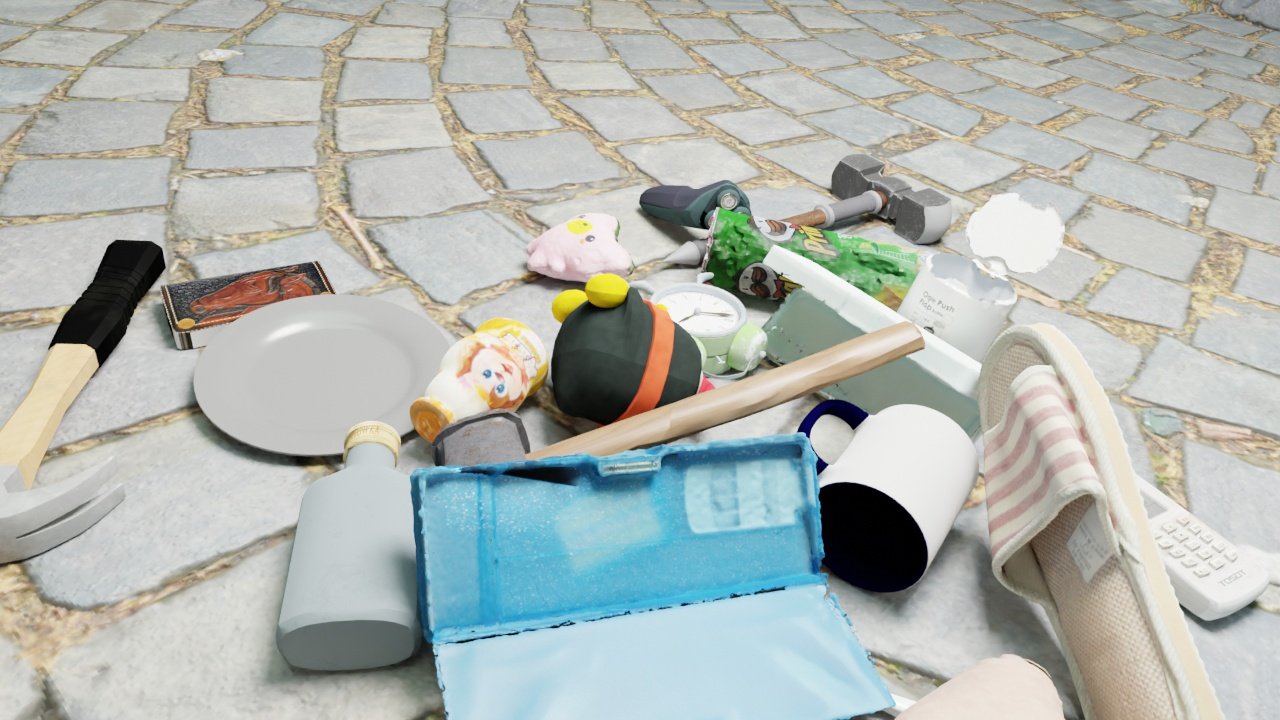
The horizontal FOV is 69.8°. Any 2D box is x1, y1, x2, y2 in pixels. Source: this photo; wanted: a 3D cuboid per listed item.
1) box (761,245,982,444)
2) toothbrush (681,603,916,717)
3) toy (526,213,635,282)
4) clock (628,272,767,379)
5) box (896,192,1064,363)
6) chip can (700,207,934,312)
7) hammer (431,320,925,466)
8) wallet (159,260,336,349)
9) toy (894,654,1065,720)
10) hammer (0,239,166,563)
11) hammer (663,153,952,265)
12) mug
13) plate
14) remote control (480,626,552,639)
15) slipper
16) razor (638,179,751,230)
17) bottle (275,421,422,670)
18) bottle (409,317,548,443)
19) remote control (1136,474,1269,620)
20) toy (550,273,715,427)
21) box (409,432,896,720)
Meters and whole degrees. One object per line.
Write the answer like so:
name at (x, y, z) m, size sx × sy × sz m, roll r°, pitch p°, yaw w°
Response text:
box at (0.165, 0.002, 0.691) m, size 0.085 × 0.096 × 0.199 m, roll 9°, pitch 25°, yaw -47°
toothbrush at (0.105, 0.173, 0.496) m, size 0.187 × 0.015 × 0.016 m, roll 19°, pitch 37°, yaw 15°
toy at (-0.056, -0.100, 0.823) m, size 0.093 × 0.050 × 0.102 m, roll -4°, pitch 33°, yaw -7°
clock at (0.047, -0.022, 0.737) m, size 0.094 × 0.043 × 0.119 m, roll -9°, pitch 38°, yaw -20°
box at (0.258, -0.054, 0.723) m, size 0.118 × 0.160 × 0.084 m, roll -18°, pitch 49°, yaw -41°
chip can at (0.167, -0.077, 0.810) m, size 0.223 × 0.076 × 0.075 m, roll 12°, pitch 35°, yaw 6°
hammer at (0.029, 0.036, 0.575) m, size 0.328 × 0.052 × 0.098 m, roll -18°, pitch 32°, yaw -9°
wallet at (-0.310, -0.047, 0.731) m, size 0.122 × 0.019 × 0.072 m, roll -15°, pitch 45°, yaw -28°
toy at (0.123, 0.224, 0.389) m, size 0.263 × 0.065 × 0.196 m, roll -22°, pitch 44°, yaw -31°
hammer at (-0.392, 0.007, 0.627) m, size 0.131 × 0.039 × 0.327 m, roll 1°, pitch 35°, yaw -10°
hammer at (0.157, -0.138, 0.928) m, size 0.321 × 0.043 × 0.156 m, roll -19°, pitch 43°, yaw -28°
mug at (0.146, 0.073, 0.577) m, size 0.112 × 0.079 × 0.096 m, roll 44°, pitch 44°, yaw 8°
plate at (-0.225, 0.009, 0.666) m, size 0.178 × 0.012 × 0.178 m, roll 6°, pitch 39°, yaw -5°
remote control at (-0.053, 0.113, 0.554) m, size 0.034 × 0.013 × 0.149 m, roll 13°, pitch 36°, yaw 8°
slipper at (0.233, 0.097, 0.502) m, size 0.052 × 0.115 × 0.262 m, roll -2°, pitch 58°, yaw -10°
razor at (0.048, -0.154, 0.900) m, size 0.052 × 0.047 × 0.143 m, roll -51°, pitch 36°, yaw -15°
bottle at (-0.160, 0.098, 0.529) m, size 0.072 × 0.046 × 0.161 m, roll -1°, pitch 36°, yaw -11°
bottle at (-0.113, 0.016, 0.638) m, size 0.063 × 0.063 × 0.108 m, roll 21°, pitch 38°, yaw 19°
remote control at (0.339, 0.113, 0.611) m, size 0.060 × 0.025 × 0.138 m, roll -14°, pitch 40°, yaw -27°
toy at (-0.004, 0.004, 0.651) m, size 0.119 × 0.098 × 0.099 m, roll 18°, pitch 74°, yaw -25°
box at (0.002, 0.125, 0.486) m, size 0.231 × 0.066 × 0.172 m, roll -2°, pitch 61°, yaw -21°
